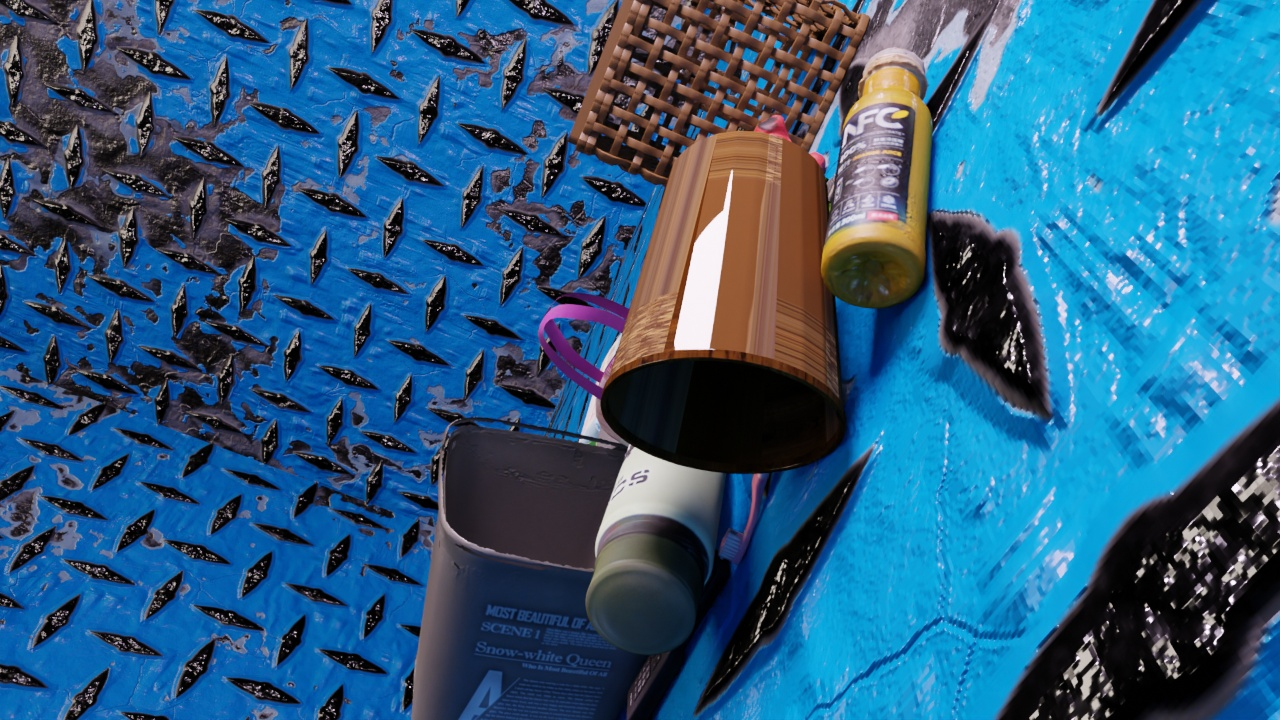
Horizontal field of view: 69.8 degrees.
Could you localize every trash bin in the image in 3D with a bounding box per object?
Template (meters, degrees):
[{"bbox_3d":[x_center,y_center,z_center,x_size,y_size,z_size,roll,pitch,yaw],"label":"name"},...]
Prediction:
[{"bbox_3d":[-0.086,0.195,0.736,0.197,0.197,0.220,-111,37,-64],"label":"trash bin"}]

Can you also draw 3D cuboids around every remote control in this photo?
[{"bbox_3d":[0.026,0.190,0.624,0.032,0.015,0.137,-86,22,-69],"label":"remote control"}]

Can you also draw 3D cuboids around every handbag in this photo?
[{"bbox_3d":[-0.004,0.004,0.753,0.145,0.170,0.067,-50,15,32],"label":"handbag"}]

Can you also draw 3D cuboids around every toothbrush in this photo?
[{"bbox_3d":[0.081,0.066,0.584,0.021,0.016,0.135,-151,82,-83],"label":"toothbrush"}]

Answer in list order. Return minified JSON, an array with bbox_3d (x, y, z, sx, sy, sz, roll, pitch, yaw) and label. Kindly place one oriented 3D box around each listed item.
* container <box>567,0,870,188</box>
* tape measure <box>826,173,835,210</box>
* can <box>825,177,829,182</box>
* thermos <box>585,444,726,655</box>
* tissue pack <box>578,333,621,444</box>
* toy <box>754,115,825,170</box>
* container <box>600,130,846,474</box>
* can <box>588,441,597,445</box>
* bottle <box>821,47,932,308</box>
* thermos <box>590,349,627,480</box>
[{"bbox_3d":[0.069,-0.295,0.970,0.251,0.214,0.220,-90,23,-72],"label":"container"},{"bbox_3d":[0.140,-0.113,0.605,0.058,0.036,0.065,-142,75,-82],"label":"tape measure"},{"bbox_3d":[0.108,-0.071,0.647,0.054,0.054,0.137,123,166,-58],"label":"can"},{"bbox_3d":[0.019,0.103,0.627,0.230,0.082,0.082,-70,5,-64],"label":"thermos"},{"bbox_3d":[-0.027,0.055,1.221,0.112,0.070,0.181,124,164,-59],"label":"tissue pack"},{"bbox_3d":[0.121,-0.140,0.809,0.094,0.088,0.132,70,-172,-49],"label":"toy"},{"bbox_3d":[0.055,-0.038,0.538,0.132,0.132,0.167,123,160,-57],"label":"container"},{"bbox_3d":[-0.034,0.145,0.928,0.144,0.083,0.083,-84,18,-66],"label":"can"},{"bbox_3d":[0.141,-0.114,0.531,0.053,0.053,0.185,121,169,-52],"label":"bottle"},{"bbox_3d":[0.003,0.056,0.927,0.240,0.082,0.082,-82,16,-63],"label":"thermos"}]
